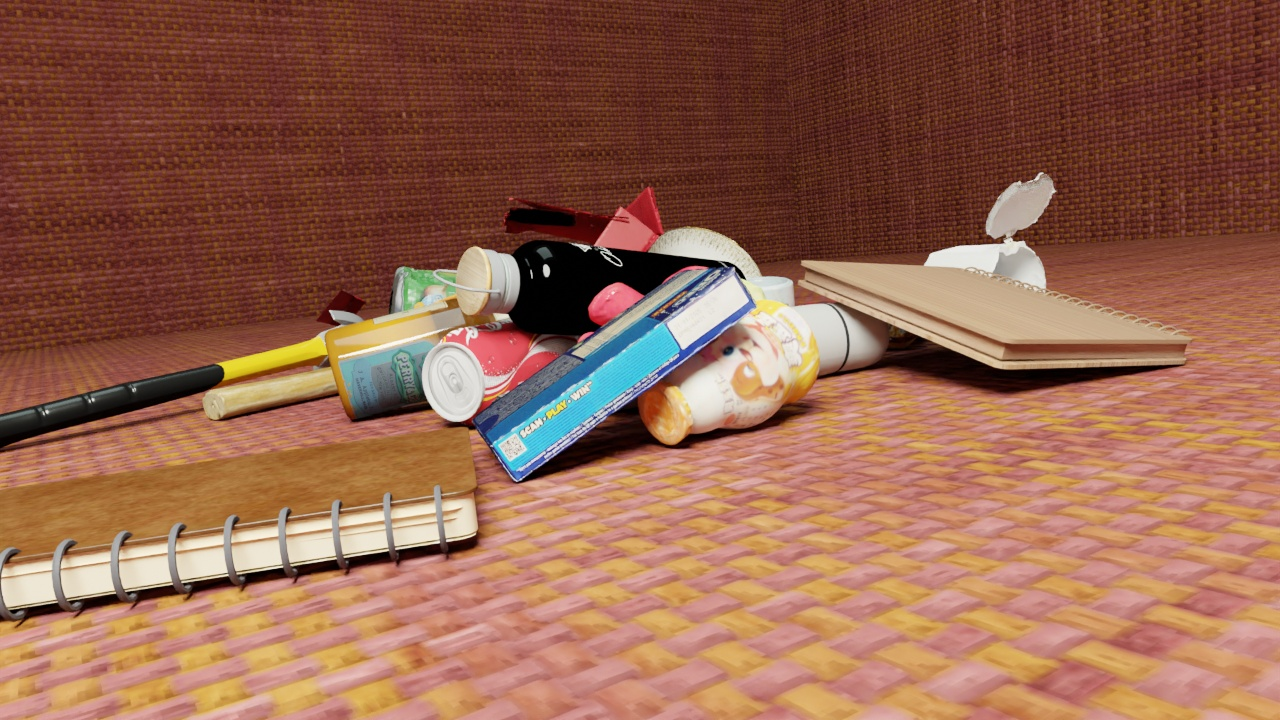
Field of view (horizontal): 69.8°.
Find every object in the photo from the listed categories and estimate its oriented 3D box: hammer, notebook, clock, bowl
[{"bbox_3d":[-0.239,0.009,0.855,0.132,0.033,0.329,1,10,37],"label":"hammer"},{"bbox_3d":[0.235,-0.037,0.631,0.169,0.022,0.210,-1,18,-24],"label":"notebook"},{"bbox_3d":[0.127,-0.059,0.992,0.083,0.057,0.117,-5,14,4],"label":"clock"},{"bbox_3d":[-0.373,0.017,0.778,0.322,0.029,0.127,-20,-11,-47],"label":"hammer"},{"bbox_3d":[0.067,-0.081,1.075,0.145,0.145,0.063,-9,-29,-24],"label":"bowl"},{"bbox_3d":[-0.183,0.064,0.385,0.225,0.024,0.167,-7,6,-11],"label":"notebook"}]

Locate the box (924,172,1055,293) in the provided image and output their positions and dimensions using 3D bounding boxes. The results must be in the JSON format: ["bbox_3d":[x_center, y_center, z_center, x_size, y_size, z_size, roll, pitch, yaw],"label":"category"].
[{"bbox_3d":[0.330,-0.104,0.873,0.083,0.143,0.137,-12,11,-23],"label":"box"}]

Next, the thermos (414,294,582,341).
[{"bbox_3d":[-0.092,-0.020,0.762,0.233,0.076,0.091,-5,23,4],"label":"thermos"}]

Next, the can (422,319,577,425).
[{"bbox_3d":[-0.091,0.005,0.618,0.064,0.064,0.104,-1,8,32],"label":"can"}]

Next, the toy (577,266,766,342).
[{"bbox_3d":[0.027,-0.013,0.560,0.135,0.092,0.045,1,13,-24],"label":"toy"}]

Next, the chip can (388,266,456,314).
[{"bbox_3d":[-0.120,-0.044,0.859,0.223,0.075,0.075,3,4,-21],"label":"chip can"}]

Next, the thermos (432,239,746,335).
[{"bbox_3d":[-0.030,-0.047,0.621,0.230,0.061,0.061,1,2,-37],"label":"thermos"}]

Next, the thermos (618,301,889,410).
[{"bbox_3d":[0.073,-0.007,0.637,0.223,0.052,0.052,-8,8,-23],"label":"thermos"}]

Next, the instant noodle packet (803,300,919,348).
[{"bbox_3d":[0.193,-0.033,0.821,0.136,0.040,0.098,0,16,30],"label":"instant noodle packet"}]

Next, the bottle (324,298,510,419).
[{"bbox_3d":[-0.147,-0.009,0.681,0.156,0.068,0.068,-16,10,-15],"label":"bottle"}]

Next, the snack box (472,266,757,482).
[{"bbox_3d":[-0.017,0.003,0.480,0.150,0.027,0.082,-36,15,-9],"label":"snack box"}]

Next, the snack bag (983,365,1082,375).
[{"bbox_3d":[0.282,-0.006,0.632,0.057,0.013,0.157,1,9,33],"label":"snack bag"}]

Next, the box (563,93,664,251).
[{"bbox_3d":[-0.015,-0.276,1.060,0.141,0.510,0.215,18,-2,-9],"label":"box"}]

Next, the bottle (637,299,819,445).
[{"bbox_3d":[0.048,0.009,0.503,0.108,0.063,0.063,-27,19,-36],"label":"bottle"}]
